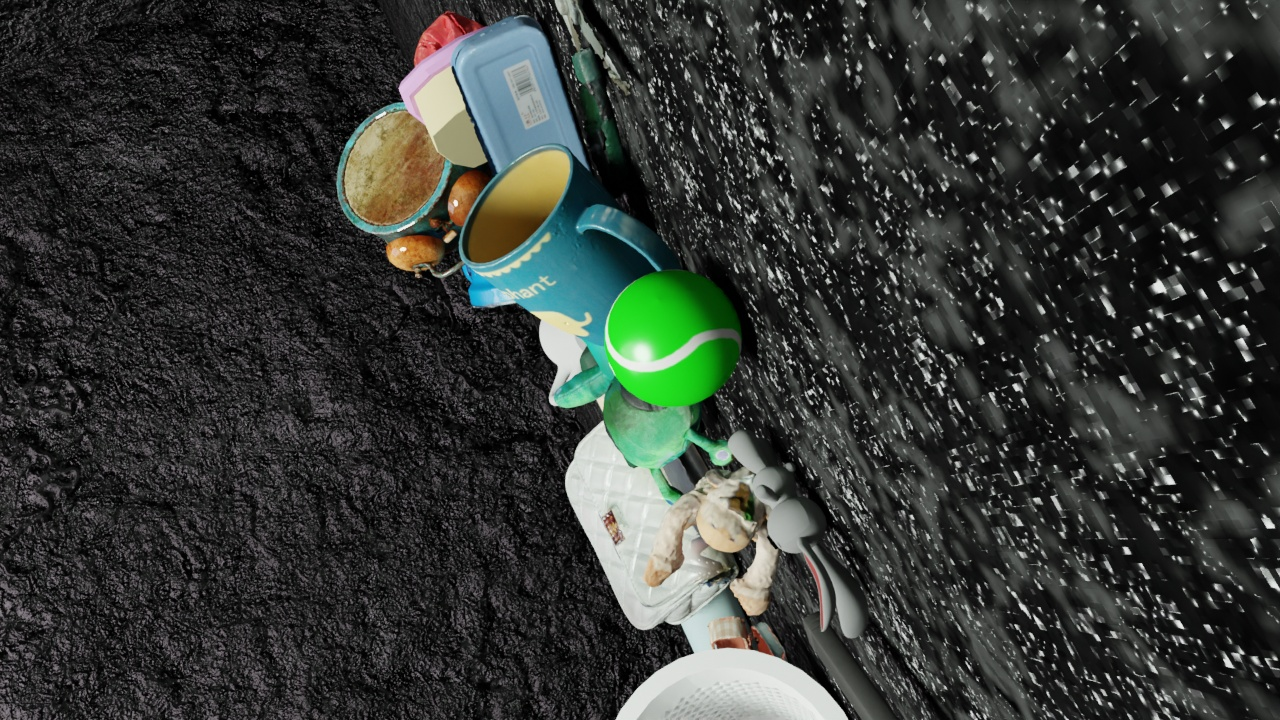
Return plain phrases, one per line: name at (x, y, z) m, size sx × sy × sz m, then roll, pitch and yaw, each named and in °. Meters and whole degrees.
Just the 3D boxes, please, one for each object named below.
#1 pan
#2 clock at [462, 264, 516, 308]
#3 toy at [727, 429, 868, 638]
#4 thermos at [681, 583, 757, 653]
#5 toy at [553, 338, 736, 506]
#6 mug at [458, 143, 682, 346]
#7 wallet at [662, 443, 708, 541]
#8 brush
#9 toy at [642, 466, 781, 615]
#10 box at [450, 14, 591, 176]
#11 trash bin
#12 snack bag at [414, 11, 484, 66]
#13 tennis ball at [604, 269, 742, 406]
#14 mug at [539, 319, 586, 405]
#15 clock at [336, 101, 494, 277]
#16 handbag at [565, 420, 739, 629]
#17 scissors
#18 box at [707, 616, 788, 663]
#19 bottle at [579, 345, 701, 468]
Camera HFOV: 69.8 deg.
pan at (0.151, 0.213, 0.319) m, size 0.357 × 0.041 × 0.179 m, roll 54°, pitch 167°, yaw 56°
clock at (-0.100, -0.088, 0.811) m, size 0.161 × 0.116 × 0.060 m, roll -151°, pitch 47°, yaw -71°
toy at (0.076, 0.080, 0.450) m, size 0.049 × 0.030 × 0.111 m, roll 29°, pitch -154°, yaw -48°
thermos at (0.079, 0.280, 0.961) m, size 0.078 × 0.065 × 0.207 m, roll -5°, pitch 115°, yaw 45°
toy at (-0.004, 0.004, 0.622) m, size 0.131 × 0.072 × 0.193 m, roll -46°, pitch 64°, yaw 44°
mug at (-0.028, -0.058, 0.522) m, size 0.112 × 0.084 × 0.104 m, roll 5°, pitch 153°, yaw 44°
wallet at (0.039, 0.097, 0.787) m, size 0.115 × 0.026 × 0.089 m, roll 60°, pitch 170°, yaw 30°
brush at (-0.110, -0.185, 0.708) m, size 0.043 × 0.089 × 0.228 m, roll 59°, pitch -175°, yaw 3°
toy at (0.058, 0.103, 0.560) m, size 0.085 × 0.074 × 0.106 m, roll 25°, pitch 141°, yaw 4°
box at (-0.069, -0.133, 0.630) m, size 0.037 × 0.065 × 0.210 m, roll 53°, pitch 167°, yaw 44°
trash bin at (0.089, 0.345, 0.727) m, size 0.195 × 0.195 × 0.200 m, roll 60°, pitch -179°, yaw 31°
snack bag at (-0.171, -0.259, 0.876) m, size 0.082 × 0.082 × 0.176 m, roll 64°, pitch 172°, yaw 8°
tennis ball at (0.015, -0.011, 0.435) m, size 0.065 × 0.065 × 0.065 m, roll 63°, pitch 173°, yaw 14°
mug at (-0.054, -0.009, 0.818) m, size 0.071 × 0.107 × 0.089 m, roll 23°, pitch 175°, yaw -15°
clock at (-0.176, -0.135, 0.765) m, size 0.157 × 0.121 × 0.073 m, roll 55°, pitch -169°, yaw 24°
handbag at (0.004, 0.153, 0.883) m, size 0.139 × 0.072 × 0.194 m, roll -51°, pitch 56°, yaw 35°
scissors at (-0.044, -0.182, 0.484) m, size 0.202 × 0.015 × 0.201 m, roll 79°, pitch 166°, yaw -62°
box at (0.114, 0.300, 0.872) m, size 0.187 × 0.085 × 0.048 m, roll 69°, pitch -155°, yaw -45°
bottle at (-0.009, 0.011, 0.697) m, size 0.131 × 0.061 × 0.061 m, roll 64°, pitch 175°, yaw 7°
